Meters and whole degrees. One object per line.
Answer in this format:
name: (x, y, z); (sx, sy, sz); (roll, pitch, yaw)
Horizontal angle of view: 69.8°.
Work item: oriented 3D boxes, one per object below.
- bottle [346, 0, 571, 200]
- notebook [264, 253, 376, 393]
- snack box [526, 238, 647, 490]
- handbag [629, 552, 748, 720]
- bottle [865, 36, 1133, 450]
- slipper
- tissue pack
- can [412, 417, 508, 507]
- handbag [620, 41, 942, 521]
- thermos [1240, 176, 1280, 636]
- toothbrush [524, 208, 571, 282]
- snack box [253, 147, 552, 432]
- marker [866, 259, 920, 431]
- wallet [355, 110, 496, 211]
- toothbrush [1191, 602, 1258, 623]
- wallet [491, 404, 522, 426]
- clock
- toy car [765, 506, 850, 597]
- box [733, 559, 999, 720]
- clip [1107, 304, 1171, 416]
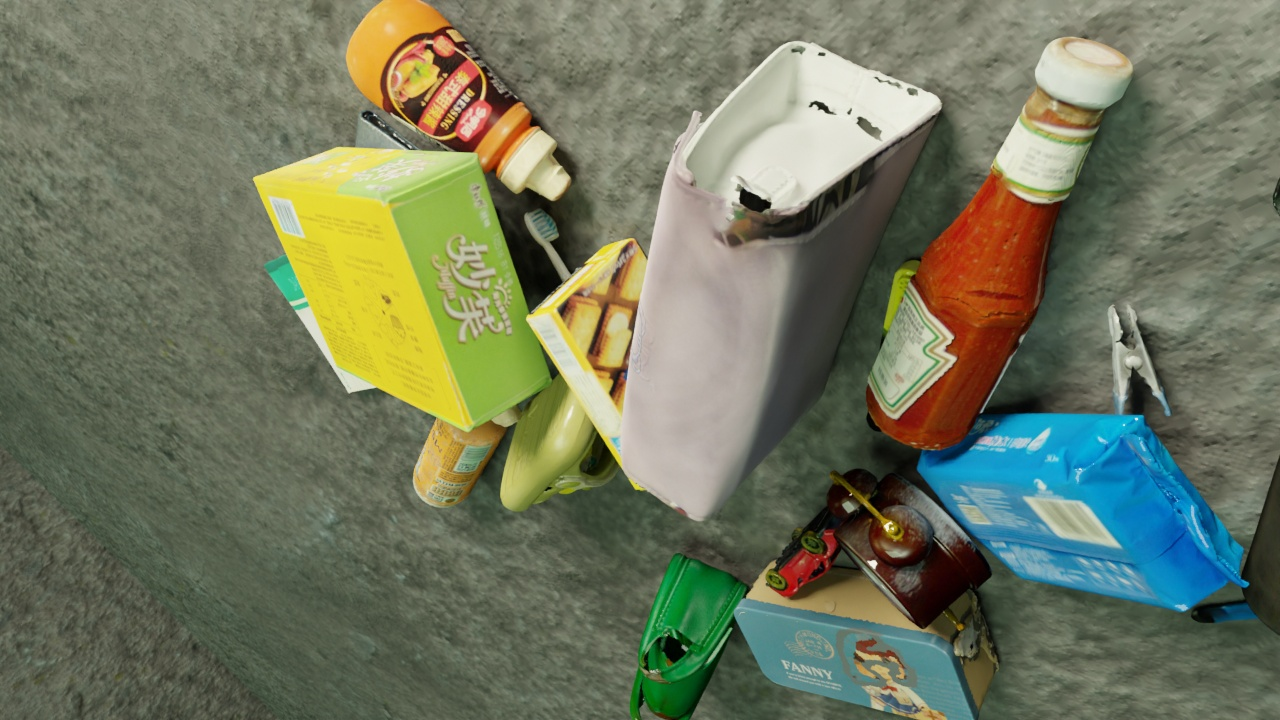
bottle: (-0.104, -0.151, 0.556); (0.149, 0.066, 0.067); (40, 142, -7)
notebook: (-0.249, -0.043, 0.819); (0.210, 0.012, 0.150); (-9, 118, 45)
snack box: (-0.003, 0.003, 0.586); (0.034, 0.086, 0.140); (-7, 120, 45)
handbag: (0.031, 0.229, 0.742); (0.068, 0.119, 0.132); (25, 137, 13)
bottle: (0.161, -0.044, 0.425); (0.060, 0.059, 0.207); (28, 135, 18)
slipper: (-0.052, 0.068, 0.686); (0.081, 0.091, 0.191); (21, 155, -11)
tissue pack: (0.216, 0.070, 0.468); (0.095, 0.052, 0.157); (48, 163, -10)
can: (-0.163, 0.079, 0.819); (0.058, 0.058, 0.146); (41, 142, 3)
handbag: (0.053, -0.034, 0.456); (0.098, 0.144, 0.197); (27, 138, 16)
thermos: (0.289, 0.010, 0.362); (0.090, 0.068, 0.243); (26, 139, 43)
toothbrush: (-0.022, -0.008, 0.642); (0.026, 0.026, 0.221); (-17, 114, 29)
snack box: (-0.162, -0.056, 0.613); (0.210, 0.069, 0.158); (16, 130, 47)
marker: (0.141, -0.003, 0.512); (0.018, 0.015, 0.124); (22, 139, 23)
wallet: (-0.164, -0.113, 0.674); (0.121, 0.019, 0.097); (37, 141, 4)
toothbrush: (0.355, 0.113, 0.435); (0.014, 0.016, 0.190); (55, 142, -3)
wallet: (-0.134, -0.002, 0.719); (0.115, 0.024, 0.087); (61, 163, -8)
clock: (0.152, 0.105, 0.541); (0.122, 0.055, 0.082); (49, 178, -29)
toy car: (0.120, 0.125, 0.623); (0.031, 0.049, 0.107); (35, 141, 10)
box: (0.153, 0.197, 0.655); (0.185, 0.059, 0.090); (-6, 121, 42)
clip: (0.230, 0.000, 0.430); (0.045, 0.027, 0.058); (-10, 111, 26)
